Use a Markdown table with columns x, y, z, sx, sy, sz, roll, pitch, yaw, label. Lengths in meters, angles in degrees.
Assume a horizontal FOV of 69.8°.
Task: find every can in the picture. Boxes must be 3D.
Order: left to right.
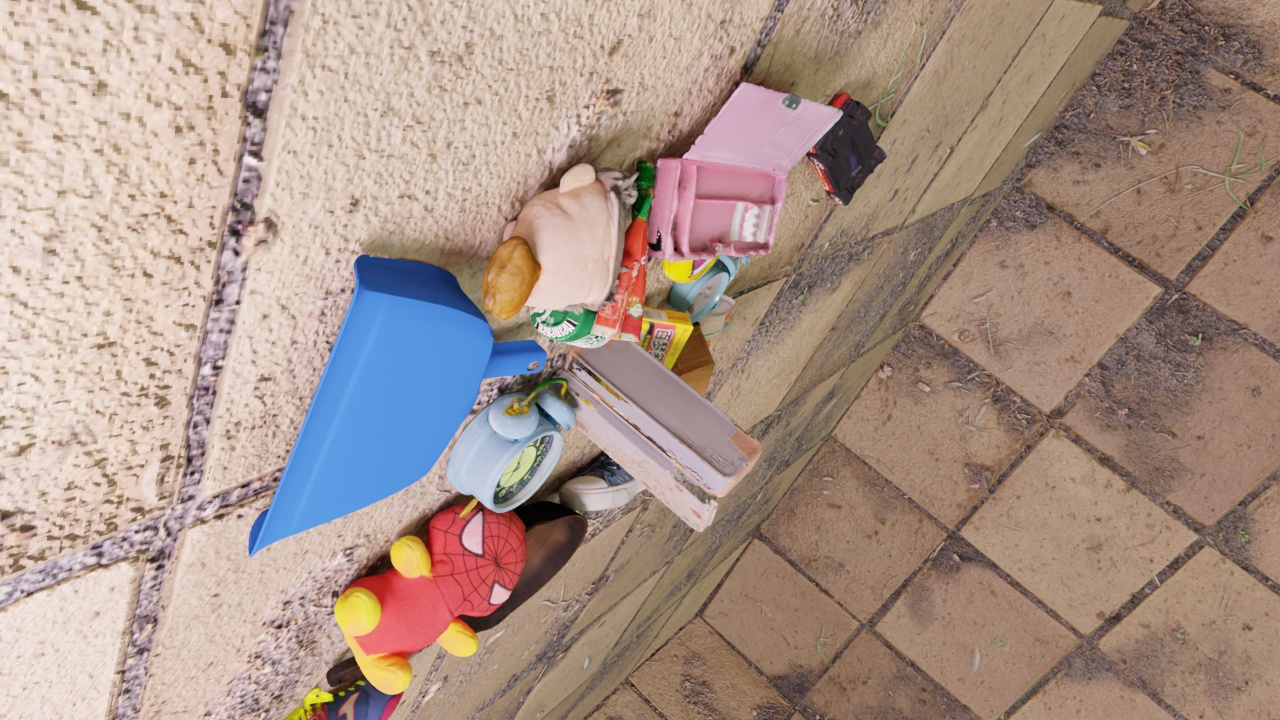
| x | y | z | sx | sy | sz | roll | pitch | yaw | label |
| --- | --- | --- | --- | --- | --- | --- | --- | --- | --- |
| -0.058 | -0.040 | 0.824 | 0.053 | 0.053 | 0.101 | -53 | 161 | 9 | can |

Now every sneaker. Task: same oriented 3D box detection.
| x | y | z | sx | sy | sz | roll | pitch | yaw | label |
| --- | --- | --- | --- | --- | --- | --- | --- | --- | --- |
| -0.342 | 0.405 | 1.030 | 0.116 | 0.091 | 0.241 | -50 | -178 | 18 | sneaker |
| -0.029 | 0.141 | 1.250 | 0.234 | 0.088 | 0.079 | -16 | 108 | -54 | sneaker |

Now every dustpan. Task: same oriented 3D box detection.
| x | y | z | sx | sy | sz | roll | pitch | yaw | label |
| --- | --- | --- | --- | --- | --- | --- | --- | --- | --- |
| -0.159 | 0.022 | 0.706 | 0.257 | 0.059 | 0.246 | -7 | 135 | -50 | dustpan |

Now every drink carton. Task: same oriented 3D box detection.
| x | y | z | sx | sy | sz | roll | pitch | yaw | label |
| --- | --- | --- | --- | --- | --- | --- | --- | --- | --- |
| 0.075 | -0.033 | 1.175 | 0.069 | 0.038 | 0.122 | -8 | 146 | -25 | drink carton |

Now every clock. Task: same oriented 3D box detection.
| x | y | z | sx | sy | sz | roll | pitch | yaw | label |
| --- | --- | --- | --- | --- | --- | --- | --- | --- | --- |
| -0.123 | 0.079 | 0.900 | 0.117 | 0.060 | 0.162 | -13 | 136 | -59 | clock |
| 0.080 | -0.086 | 1.075 | 0.122 | 0.042 | 0.088 | -29 | 153 | -44 | clock |

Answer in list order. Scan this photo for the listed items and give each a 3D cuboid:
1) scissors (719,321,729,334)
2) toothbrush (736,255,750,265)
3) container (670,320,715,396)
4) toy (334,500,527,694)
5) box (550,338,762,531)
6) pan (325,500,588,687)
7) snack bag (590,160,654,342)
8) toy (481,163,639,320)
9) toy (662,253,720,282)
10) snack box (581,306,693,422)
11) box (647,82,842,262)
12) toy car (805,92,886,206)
| x | y | z | sx | sy | sz | roll | pitch | yaw | label |
| --- | --- | --- | --- | --- | --- | --- | --- | --- | --- |
| 0.072 | -0.026 | 1.229 | 0.132 | 0.015 | 0.110 | -37 | 161 | -17 | scissors |
| 0.125 | -0.149 | 1.095 | 0.021 | 0.016 | 0.132 | -48 | 163 | -13 | toothbrush |
| 0.049 | 0.011 | 1.135 | 0.063 | 0.061 | 0.114 | -19 | 151 | -20 | container |
| -0.204 | 0.224 | 0.931 | 0.215 | 0.099 | 0.148 | -36 | 127 | -39 | toy |
| 0.015 | 0.060 | 0.933 | 0.107 | 0.216 | 0.094 | -47 | 163 | -15 | box |
| -0.214 | 0.275 | 1.092 | 0.354 | 0.043 | 0.249 | -24 | 152 | -38 | pan |
| -0.009 | -0.094 | 0.783 | 0.087 | 0.044 | 0.155 | -165 | -96 | -81 | snack bag |
| -0.065 | -0.082 | 0.689 | 0.175 | 0.076 | 0.133 | -34 | 140 | -53 | toy |
| 0.057 | -0.123 | 0.949 | 0.095 | 0.041 | 0.094 | -48 | 158 | -17 | toy |
| -0.006 | 0.006 | 1.021 | 0.075 | 0.025 | 0.153 | 8 | 129 | -26 | snack box |
| 0.094 | -0.178 | 0.872 | 0.232 | 0.059 | 0.180 | -11 | 132 | -58 | box |
| 0.244 | -0.252 | 1.108 | 0.081 | 0.056 | 0.189 | -52 | 155 | 4 | toy car |
